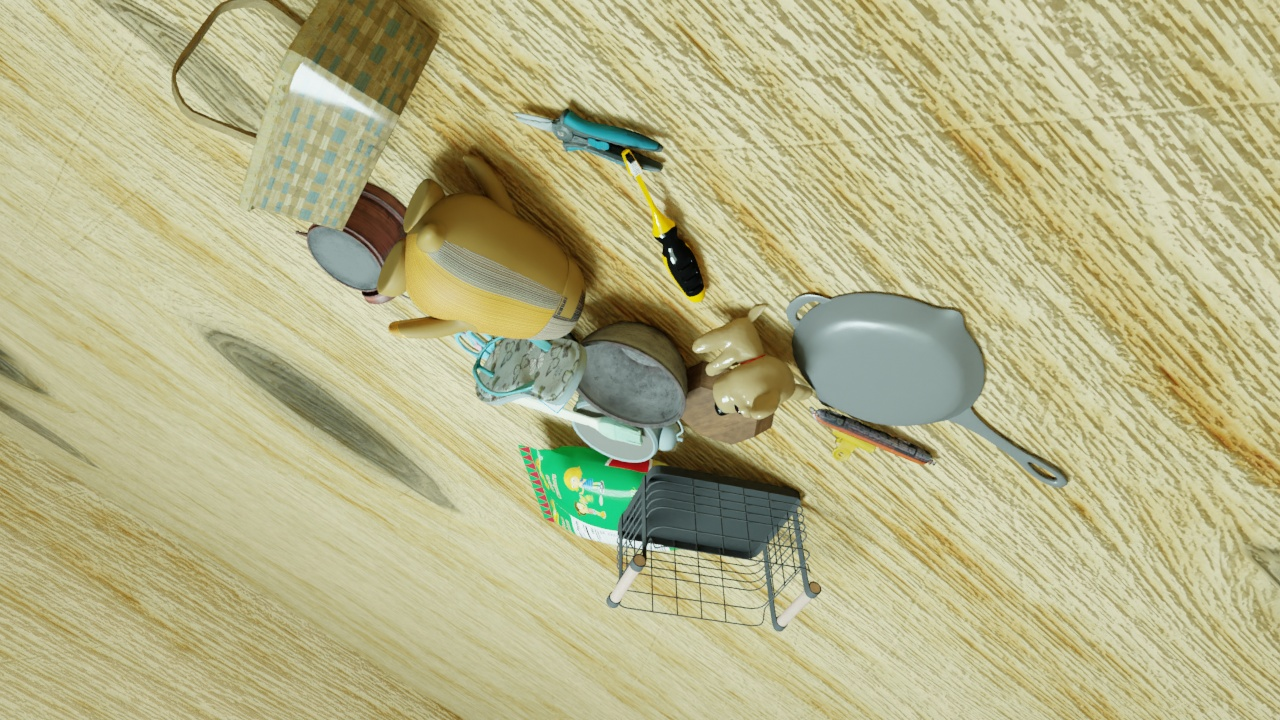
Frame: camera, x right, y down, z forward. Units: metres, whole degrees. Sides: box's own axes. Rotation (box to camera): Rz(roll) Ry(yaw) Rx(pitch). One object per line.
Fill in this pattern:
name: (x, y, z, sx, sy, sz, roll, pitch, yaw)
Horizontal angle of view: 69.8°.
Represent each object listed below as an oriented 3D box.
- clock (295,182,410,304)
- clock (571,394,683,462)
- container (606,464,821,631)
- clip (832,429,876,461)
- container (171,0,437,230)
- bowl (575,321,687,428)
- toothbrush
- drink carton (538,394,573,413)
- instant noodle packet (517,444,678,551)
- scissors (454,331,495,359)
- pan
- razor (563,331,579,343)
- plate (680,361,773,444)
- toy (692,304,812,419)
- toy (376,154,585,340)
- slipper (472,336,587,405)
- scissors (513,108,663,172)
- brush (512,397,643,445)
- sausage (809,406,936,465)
clock: (-0.311, -0.130, 1.065, 0.157, 0.072, 0.121, 39, 143, -15)
clock: (-0.017, 0.077, 1.162, 0.160, 0.045, 0.122, -4, 134, 38)
container: (0.088, 0.245, 1.162, 0.241, 0.130, 0.163, 12, 137, -14)
clip: (0.235, 0.097, 1.038, 0.053, 0.039, 0.048, 27, 137, -2)
container: (-0.323, -0.252, 0.857, 0.186, 0.157, 0.251, 27, 146, -19)
bowl: (-0.006, 0.006, 1.047, 0.145, 0.067, 0.145, 17, 143, 13)
toothbrush: (0.024, -0.125, 0.889, 0.031, 0.031, 0.197, 53, 176, 47)
drink carton: (-0.112, 0.026, 1.113, 0.044, 0.038, 0.129, 39, -179, -18)
instant noodle packet: (-0.034, 0.194, 1.278, 0.253, 0.090, 0.196, 8, 141, 15)
scissors: (-0.180, 0.000, 1.202, 0.138, 0.015, 0.063, 36, 140, -23)
pan: (0.297, 0.043, 0.940, 0.354, 0.024, 0.217, 33, 144, -9)
razor: (-0.068, -0.006, 1.105, 0.106, 0.042, 0.026, 51, 147, -15)
plate: (0.093, 0.056, 1.083, 0.131, 0.025, 0.131, 17, 143, 13)
toy: (0.112, 0.010, 0.957, 0.106, 0.134, 0.108, -33, 80, 28)
toy: (-0.154, -0.092, 0.967, 0.203, 0.198, 0.163, 23, 178, -28)
slipper: (-0.142, 0.000, 1.063, 0.054, 0.098, 0.269, 29, 165, -28)
scissors: (-0.045, -0.209, 0.842, 0.138, 0.019, 0.129, -11, 136, 47)
brush: (-0.098, 0.065, 1.151, 0.218, 0.012, 0.033, 16, 144, 17)
sausage: (0.257, 0.084, 1.012, 0.155, 0.020, 0.020, 22, 145, -3)
